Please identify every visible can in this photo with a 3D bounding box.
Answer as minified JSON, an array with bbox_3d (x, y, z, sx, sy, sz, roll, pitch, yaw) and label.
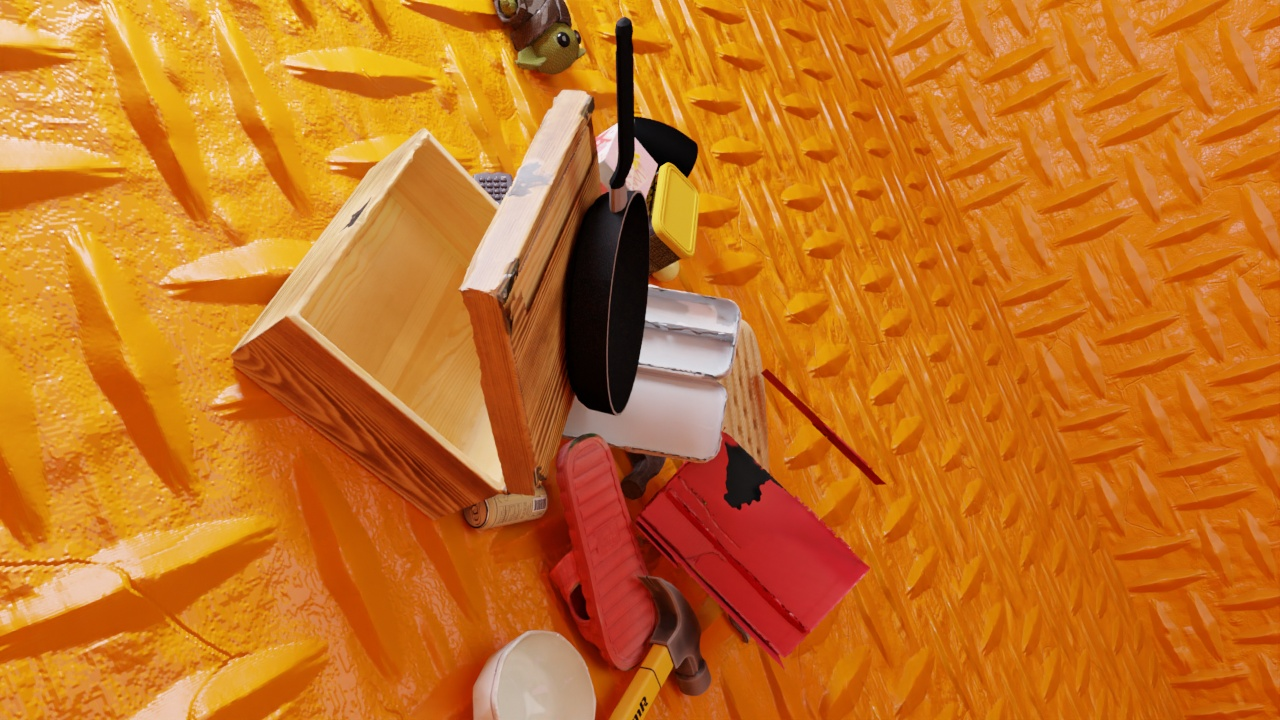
[{"bbox_3d":[0.012,-0.175,1.186,0.072,0.101,0.130,39,42,-33],"label":"can"},{"bbox_3d":[-0.127,0.136,0.864,0.079,0.038,0.038,0,70,-54],"label":"can"}]

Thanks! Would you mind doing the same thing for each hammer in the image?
[{"bbox_3d":[-0.023,0.346,0.855,0.323,0.034,0.170,-49,129,-48],"label":"hammer"},{"bbox_3d":[-0.063,0.007,1.040,0.300,0.028,0.110,56,36,-13],"label":"hammer"}]

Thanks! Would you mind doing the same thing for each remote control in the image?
[{"bbox_3d":[-0.159,-0.154,1.001,0.046,0.009,0.124,-2,66,-11],"label":"remote control"}]

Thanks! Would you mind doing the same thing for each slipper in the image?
[{"bbox_3d":[-0.048,0.195,0.916,0.103,0.059,0.249,-30,109,-54],"label":"slipper"},{"bbox_3d":[0.108,0.078,1.190,0.111,0.079,0.261,-19,104,-51],"label":"slipper"}]

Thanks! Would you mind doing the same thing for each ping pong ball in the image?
[{"bbox_3d":[0.033,-0.126,1.238,0.040,0.040,0.040,31,47,-40],"label":"ping pong ball"}]

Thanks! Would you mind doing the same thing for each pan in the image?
[{"bbox_3d":[-0.026,-0.112,0.788,0.203,0.044,0.356,-73,167,-50],"label":"pan"}]

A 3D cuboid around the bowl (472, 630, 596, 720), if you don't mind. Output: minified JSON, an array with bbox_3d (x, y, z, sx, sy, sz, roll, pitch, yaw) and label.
[{"bbox_3d":[-0.099,0.294,0.784,0.117,0.061,0.117,30,47,-40],"label":"bowl"}]

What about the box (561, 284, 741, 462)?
[{"bbox_3d":[-0.005,0.006,0.970,0.038,0.209,0.189,81,17,-71],"label":"box"}]

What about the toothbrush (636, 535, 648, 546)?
[{"bbox_3d":[0.031,0.202,1.058,0.184,0.016,0.015,3,61,-55],"label":"toothbrush"}]

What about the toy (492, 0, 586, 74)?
[{"bbox_3d":[-0.133,-0.443,1.175,0.153,0.078,0.178,60,32,-9],"label":"toy"}]

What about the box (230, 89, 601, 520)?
[{"bbox_3d":[-0.119,-0.049,0.797,0.269,0.265,0.278,47,36,-28],"label":"box"}]

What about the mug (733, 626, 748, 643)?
[{"bbox_3d":[0.131,0.267,1.111,0.107,0.080,0.115,49,66,-25],"label":"mug"}]

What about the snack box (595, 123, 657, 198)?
[{"bbox_3d":[-0.044,-0.228,1.150,0.079,0.093,0.094,46,39,-26],"label":"snack box"}]

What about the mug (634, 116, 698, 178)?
[{"bbox_3d":[0.012,-0.302,1.298,0.100,0.085,0.118,25,20,-28],"label":"mug"}]

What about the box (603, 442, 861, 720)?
[{"bbox_3d":[0.082,0.213,0.844,0.214,0.138,0.466,46,18,4],"label":"box"}]
